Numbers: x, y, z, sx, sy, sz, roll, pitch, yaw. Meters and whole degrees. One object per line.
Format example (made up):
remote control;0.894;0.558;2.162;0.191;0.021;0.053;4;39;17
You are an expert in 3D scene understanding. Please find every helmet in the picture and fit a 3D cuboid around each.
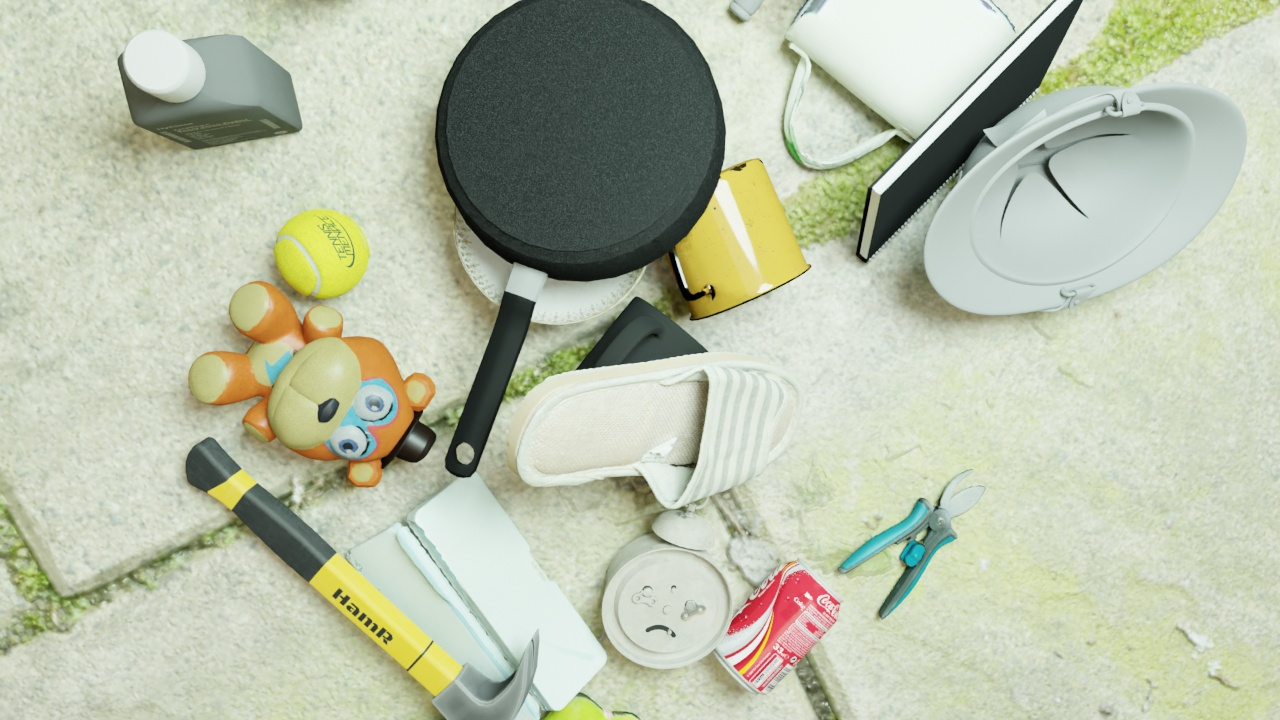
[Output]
helmet;0.321;-0.144;0.725;0.271;0.117;0.184;-14;129;-10

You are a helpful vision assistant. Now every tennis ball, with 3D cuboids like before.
tennis ball;-0.234;-0.078;0.675;0.065;0.065;0.065;-1;96;-8

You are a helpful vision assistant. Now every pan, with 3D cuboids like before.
pan;-0.069;-0.087;0.634;0.204;0.044;0.355;20;89;5

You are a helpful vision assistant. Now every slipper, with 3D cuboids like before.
slipper;0.026;0.051;0.668;0.272;0.054;0.114;2;111;-40

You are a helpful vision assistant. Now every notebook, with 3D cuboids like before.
notebook;0.243;-0.172;0.694;0.206;0.149;0.016;-45;75;-1

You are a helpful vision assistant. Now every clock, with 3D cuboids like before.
clock;0.025;0.170;0.743;0.103;0.061;0.157;14;102;-8

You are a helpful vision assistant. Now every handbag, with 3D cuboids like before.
handbag;0.180;-0.230;0.725;0.151;0.074;0.176;35;110;-9

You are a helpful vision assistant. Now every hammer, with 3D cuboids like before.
hammer;-0.218;0.176;0.701;0.324;0.034;0.170;43;118;-3

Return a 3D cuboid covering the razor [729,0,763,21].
razor;0.111;-0.313;0.702;0.047;0.088;0.116;36;109;-10

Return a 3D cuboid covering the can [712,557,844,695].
can;0.113;0.218;0.758;0.064;0.064;0.105;44;89;-10

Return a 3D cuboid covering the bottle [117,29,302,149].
bottle;-0.286;-0.178;0.602;0.083;0.174;0.046;-12;98;-7

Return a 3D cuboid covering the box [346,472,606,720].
box;-0.129;0.199;0.736;0.126;0.074;0.197;-32;97;16

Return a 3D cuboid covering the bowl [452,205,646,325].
bowl;-0.064;-0.098;0.693;0.145;0.063;0.145;0;91;-1

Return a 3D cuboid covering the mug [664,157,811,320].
mug;0.058;-0.089;0.690;0.123;0.101;0.094;-32;100;-46

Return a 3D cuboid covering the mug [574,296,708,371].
mug;-0.004;0.004;0.694;0.078;0.113;0.088;39;90;16

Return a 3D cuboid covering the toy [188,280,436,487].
toy;-0.233;0.021;0.679;0.176;0.096;0.112;30;94;-21

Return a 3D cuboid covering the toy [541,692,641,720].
toy;-0.054;0.335;0.759;0.092;0.043;0.118;26;95;-12

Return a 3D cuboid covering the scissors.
scissors;0.233;0.158;0.791;0.124;0.019;0.156;7;94;-10
